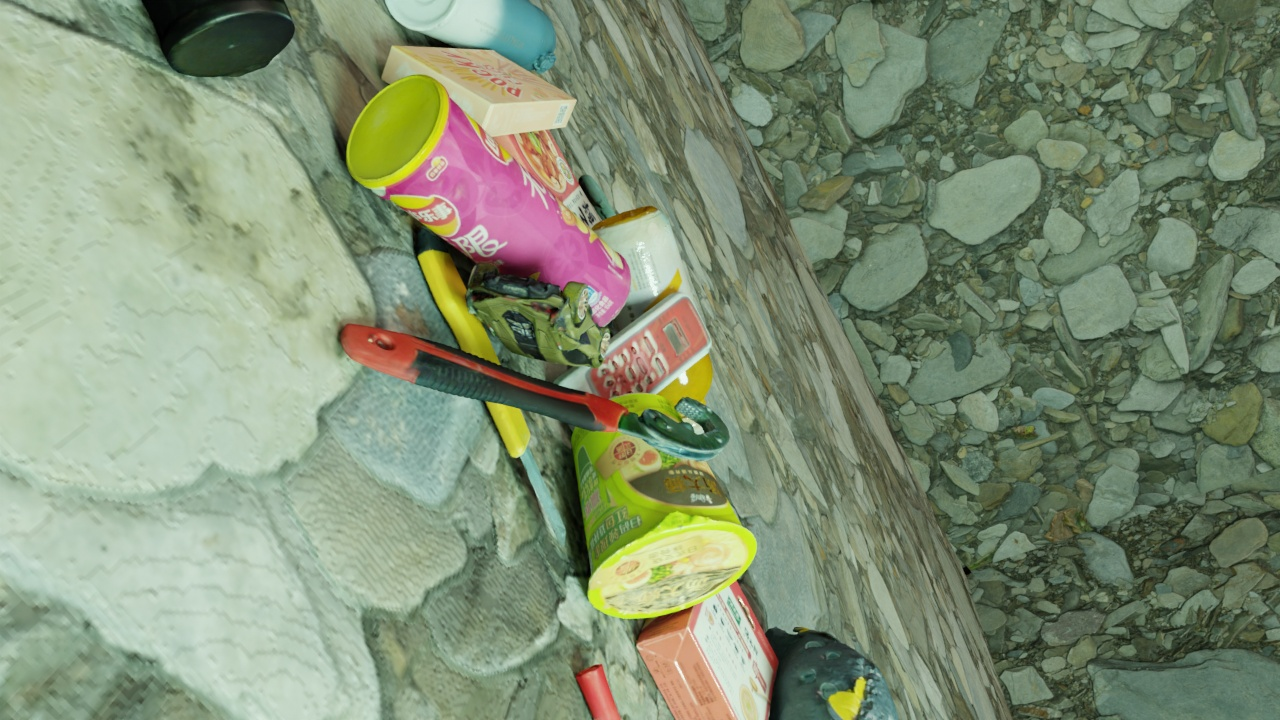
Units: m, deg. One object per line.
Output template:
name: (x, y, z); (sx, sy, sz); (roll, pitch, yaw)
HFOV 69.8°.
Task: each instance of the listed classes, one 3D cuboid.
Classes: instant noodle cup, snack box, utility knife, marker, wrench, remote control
instant noodle cup: (0.004, 0.090, 0.616); (0.111, 0.112, 0.123); (44, 19, -49)
snack box: (-0.086, -0.131, 0.730); (0.113, 0.044, 0.126); (60, 19, -16)
utility knife: (-0.092, 0.017, 0.563); (0.216, 0.015, 0.033); (65, 16, 6)
snack box: (0.053, 0.216, 0.676); (0.113, 0.044, 0.127); (63, 19, -7)
marker: (-0.003, 0.245, 0.523); (0.145, 0.017, 0.017); (68, 18, 7)
snack box: (-0.113, -0.201, 0.681); (0.084, 0.026, 0.157); (32, 23, 6)
wrench: (-0.044, 0.022, 0.536); (0.273, 0.016, 0.056); (16, 30, -39)
remote control: (-0.004, 0.004, 0.685); (0.020, 0.135, 0.056); (7, -51, 57)

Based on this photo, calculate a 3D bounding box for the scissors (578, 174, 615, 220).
scissors: (-0.001, -0.093, 0.865); (0.171, 0.019, 0.170); (56, 1, -45)

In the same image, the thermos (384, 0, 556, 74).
thermos: (-0.131, -0.288, 0.771); (0.070, 0.070, 0.220); (65, 18, 0)

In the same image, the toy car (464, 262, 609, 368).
toy car: (-0.061, -0.022, 0.588); (0.158, 0.070, 0.042); (55, 48, -73)

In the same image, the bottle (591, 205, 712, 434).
bottle: (0.015, -0.028, 0.748); (0.067, 0.068, 0.189); (-61, 135, -68)

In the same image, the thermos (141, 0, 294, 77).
thermos: (-0.241, -0.253, 0.430); (0.242, 0.068, 0.090); (67, -15, -3)

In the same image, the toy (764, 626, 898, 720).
toy: (0.132, 0.291, 0.686); (0.091, 0.138, 0.355); (37, 24, -6)

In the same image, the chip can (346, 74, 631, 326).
chip can: (-0.086, -0.090, 0.588); (0.210, 0.071, 0.071); (37, 33, -52)

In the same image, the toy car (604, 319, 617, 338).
toy car: (-0.014, -0.026, 0.803); (0.120, 0.037, 0.054); (-84, 153, -44)
